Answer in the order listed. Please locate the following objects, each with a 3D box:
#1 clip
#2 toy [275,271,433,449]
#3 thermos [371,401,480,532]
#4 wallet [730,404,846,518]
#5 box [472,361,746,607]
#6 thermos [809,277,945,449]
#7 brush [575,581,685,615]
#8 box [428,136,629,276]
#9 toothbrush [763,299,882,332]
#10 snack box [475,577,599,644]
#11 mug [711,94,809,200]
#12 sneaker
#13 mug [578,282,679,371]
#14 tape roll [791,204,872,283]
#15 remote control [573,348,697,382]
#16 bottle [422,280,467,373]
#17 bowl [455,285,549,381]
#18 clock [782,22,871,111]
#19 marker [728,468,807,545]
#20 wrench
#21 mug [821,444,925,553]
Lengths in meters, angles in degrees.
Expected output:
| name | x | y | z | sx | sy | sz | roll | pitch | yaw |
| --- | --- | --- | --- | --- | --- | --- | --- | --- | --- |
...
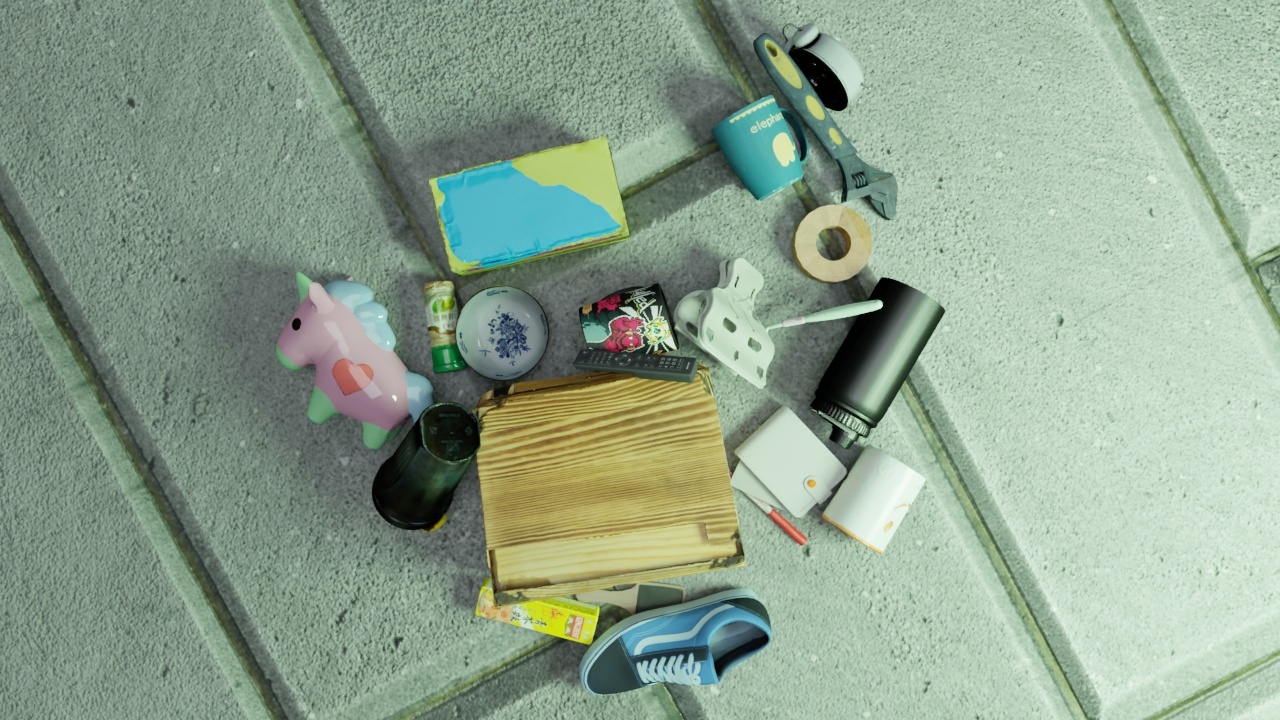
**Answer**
| name | x | y | z | sx | sy | sz | roll | pitch | yaw |
| --- | --- | --- | --- | --- | --- | --- | --- | --- | --- |
| clip | 0.096 | -0.047 | 1.095 | 0.102 | 0.126 | 0.151 | -24 | 47 | 32 |
| toy | -0.331 | 0.001 | 1.093 | 0.222 | 0.120 | 0.171 | 25 | 100 | 1 |
| thermos | -0.243 | 0.125 | 1.046 | 0.098 | 0.221 | 0.098 | 13 | 57 | -22 |
| wallet | 0.175 | 0.136 | 1.125 | 0.115 | 0.037 | 0.118 | -43 | 87 | 1 |
| box | -0.040 | 0.131 | 1.054 | 0.279 | 0.192 | 0.251 | -8 | 89 | 2 |
| thermos | 0.275 | 0.008 | 1.098 | 0.086 | 0.086 | 0.198 | 30 | 91 | 0 |
| brush | -0.013 | 0.298 | 1.138 | 0.135 | 0.015 | 0.050 | 7 | 92 | 0 |
| box | -0.132 | -0.183 | 1.104 | 0.221 | 0.079 | 0.124 | -15 | 91 | 2 |
| toothbrush | 0.213 | -0.051 | 1.097 | 0.155 | 0.022 | 0.015 | -13 | 124 | 28 |
| snack box | -0.126 | 0.308 | 1.128 | 0.148 | 0.029 | 0.040 | 15 | 103 | 0 |
| mug | 0.156 | -0.257 | 1.105 | 0.112 | 0.085 | 0.104 | -31 | 96 | -29 |
| sneaker | 0.042 | 0.349 | 1.090 | 0.241 | 0.098 | 0.083 | -21 | 109 | 0 |
| mug | -0.015 | -0.049 | 1.090 | 0.098 | 0.117 | 0.082 | -17 | 127 | 5 |
| tape roll | 0.234 | -0.142 | 1.126 | 0.094 | 0.027 | 0.094 | 0 | 91 | 0 |
| remote control | -0.006 | 0.006 | 1.015 | 0.136 | 0.032 | 0.015 | 5 | 129 | 16 |
| bottle | -0.239 | -0.041 | 1.121 | 0.043 | 0.043 | 0.111 | -8 | 90 | 0 |
| bowl | -0.165 | -0.033 | 1.118 | 0.114 | 0.045 | 0.114 | 0 | 91 | -1 |
| clock | 0.213 | -0.352 | 1.089 | 0.035 | 0.094 | 0.122 | -45 | 96 | -3 |
| marker | 0.151 | 0.178 | 1.139 | 0.142 | 0.013 | 0.013 | 42 | 90 | 0 |
| wrench | 0.224 | -0.277 | 1.103 | 0.073 | 0.022 | 0.273 | -41 | 101 | -12 |
| mug | 0.280 | 0.166 | 1.103 | 0.082 | 0.082 | 0.105 | 32 | 89 | 0 |
